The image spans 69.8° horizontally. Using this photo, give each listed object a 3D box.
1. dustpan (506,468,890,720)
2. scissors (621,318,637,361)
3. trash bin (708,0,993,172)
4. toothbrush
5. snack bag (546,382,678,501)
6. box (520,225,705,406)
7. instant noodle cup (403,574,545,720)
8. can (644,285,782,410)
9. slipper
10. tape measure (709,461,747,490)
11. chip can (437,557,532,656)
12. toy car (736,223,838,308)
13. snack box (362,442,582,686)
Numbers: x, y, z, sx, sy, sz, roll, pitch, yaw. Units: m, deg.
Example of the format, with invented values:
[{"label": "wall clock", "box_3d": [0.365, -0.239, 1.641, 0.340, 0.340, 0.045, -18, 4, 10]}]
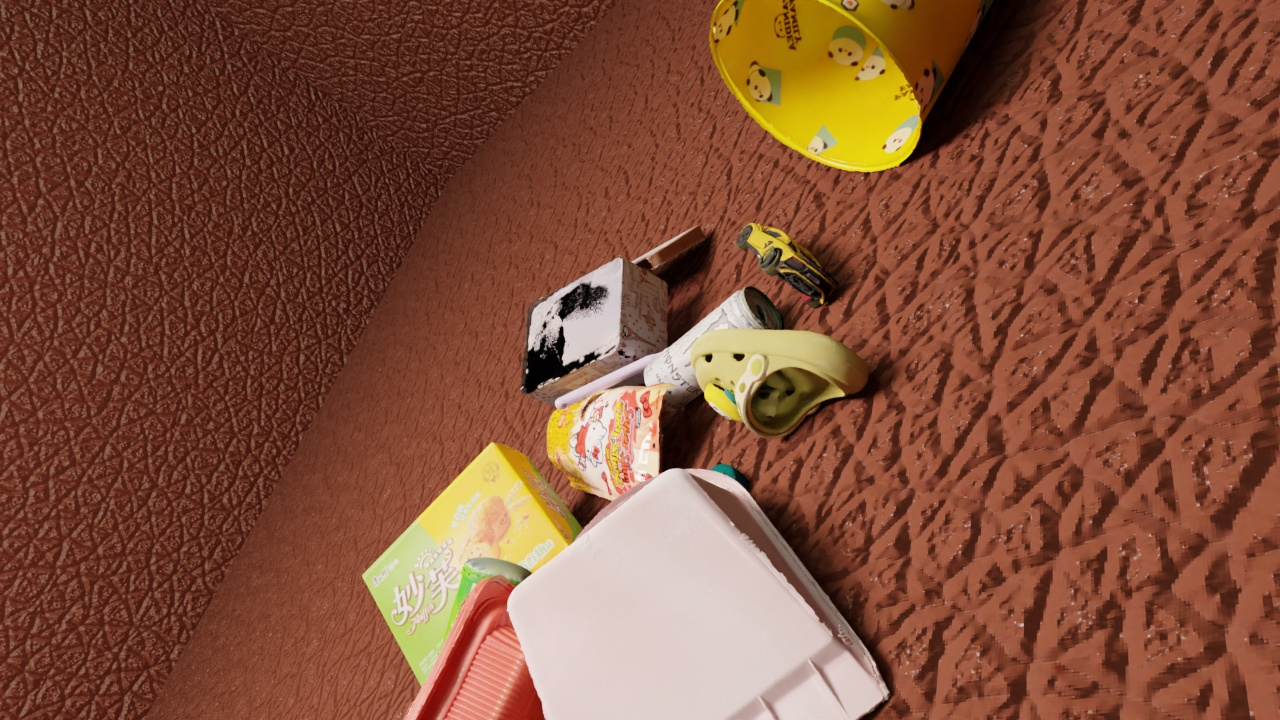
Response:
[{"label": "dustpan", "box_3d": [0.028, 0.196, 0.673, 0.223, 0.139, 0.273, -36, 62, 6]}, {"label": "scissors", "box_3d": [-0.024, -0.009, 1.157, 0.173, 0.019, 0.178, -17, 42, 57]}, {"label": "trash bin", "box_3d": [0.231, -0.358, 0.896, 0.255, 0.229, 0.230, -54, 22, -13]}, {"label": "toothbrush", "box_3d": [-0.006, 0.006, 0.977, 0.189, 0.029, 0.021, -26, 40, -8]}, {"label": "snack bag", "box_3d": [-0.027, 0.087, 0.957, 0.208, 0.073, 0.128, -3, 79, 62]}, {"label": "box", "box_3d": [-0.036, -0.068, 1.113, 0.179, 0.124, 0.273, -24, 30, 39]}, {"label": "instant noodle cup", "box_3d": [-0.113, 0.291, 0.763, 0.079, 0.164, 0.188, 9, 63, 32]}, {"label": "can", "box_3d": [0.071, -0.011, 0.920, 0.147, 0.058, 0.058, -40, 27, 32]}, {"label": "slipper", "box_3d": [0.105, 0.021, 0.776, 0.191, 0.091, 0.081, -4, 56, 57]}, {"label": "tape measure", "box_3d": [0.067, 0.116, 0.797, 0.055, 0.025, 0.058, -47, 25, 20]}, {"label": "chip can", "box_3d": [-0.155, 0.291, 0.833, 0.073, 0.072, 0.221, 8, 82, 65]}, {"label": "toy car", "box_3d": [0.139, -0.100, 0.894, 0.041, 0.071, 0.155, -52, 22, 10]}, {"label": "snack box", "box_3d": [-0.165, 0.213, 0.941, 0.210, 0.070, 0.157, -45, 57, 4]}]
